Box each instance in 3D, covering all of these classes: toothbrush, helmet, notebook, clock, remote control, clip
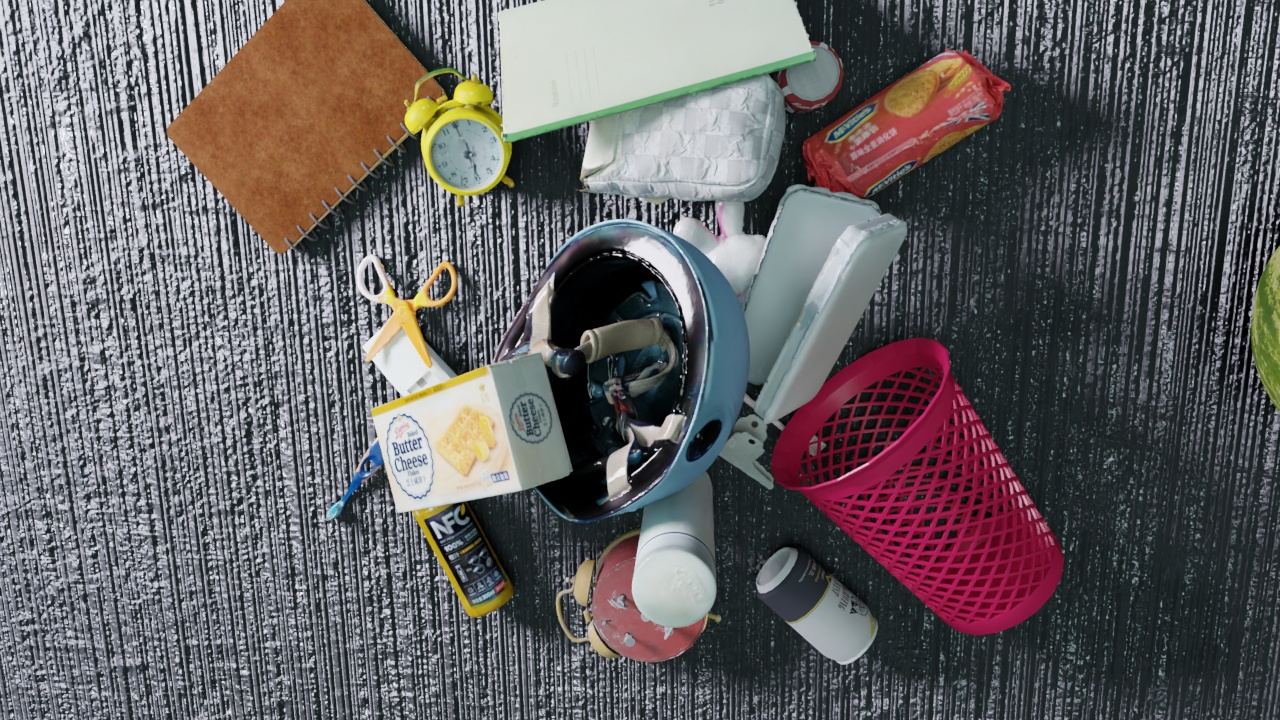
[{"bbox_3d":[-0.280,0.113,0.933,0.021,0.017,0.135,38,102,-6],"label":"toothbrush"},{"bbox_3d":[0.106,0.034,0.888,0.181,0.015,0.018,37,95,-5],"label":"toothbrush"},{"bbox_3d":[-0.005,0.005,0.800,0.225,0.166,0.266,48,124,28],"label":"helmet"},{"bbox_3d":[-0.309,-0.227,0.858,0.226,0.024,0.167,-41,96,11],"label":"notebook"},{"bbox_3d":[0.003,-0.271,0.766,0.253,0.181,0.010,-13,143,7],"label":"notebook"},{"bbox_3d":[-0.006,0.240,0.907,0.159,0.081,0.117,-16,101,7],"label":"clock"},{"bbox_3d":[-0.162,-0.203,0.825,0.083,0.057,0.119,-21,116,1],"label":"clock"},{"bbox_3d":[-0.210,0.024,0.904,0.050,0.024,0.143,-41,96,11],"label":"remote control"},{"bbox_3d":[0.100,0.083,0.893,0.101,0.038,0.054,33,115,-4],"label":"clip"},{"bbox_3d":[0.613,-0.032,0.722,0.213,0.246,0.244,14,145,7],"label":"helmet"}]

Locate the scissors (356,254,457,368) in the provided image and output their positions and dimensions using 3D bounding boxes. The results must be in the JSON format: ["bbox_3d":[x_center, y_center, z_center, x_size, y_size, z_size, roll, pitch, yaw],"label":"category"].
[{"bbox_3d":[-0.233,-0.053,0.887,0.129,0.011,0.125,37,90,4],"label":"scissors"}]

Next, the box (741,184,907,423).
[{"bbox_3d":[0.139,-0.056,0.822,0.110,0.107,0.217,43,129,28],"label":"box"}]

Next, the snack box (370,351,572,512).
[{"bbox_3d":[-0.153,0.067,0.800,0.208,0.057,0.104,-17,87,46],"label":"snack box"}]

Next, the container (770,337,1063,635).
[{"bbox_3d":[0.261,0.124,0.825,0.183,0.183,0.226,-40,104,11],"label":"container"}]

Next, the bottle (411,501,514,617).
[{"bbox_3d":[-0.190,0.165,0.918,0.053,0.053,0.186,-24,99,9],"label":"bottle"}]

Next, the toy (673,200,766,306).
[{"bbox_3d":[0.088,-0.091,0.851,0.076,0.037,0.125,-32,104,6],"label":"toy"}]

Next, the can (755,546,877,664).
[{"bbox_3d":[0.177,0.244,0.903,0.127,0.064,0.064,42,102,-5],"label":"can"}]

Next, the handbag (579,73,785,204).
[{"bbox_3d":[0.043,-0.187,0.783,0.172,0.123,0.112,9,89,27],"label":"handbag"}]

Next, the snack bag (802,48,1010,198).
[{"bbox_3d":[0.225,-0.201,0.799,0.176,0.082,0.082,-31,98,10],"label":"snack bag"}]

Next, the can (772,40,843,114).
[{"bbox_3d":[0.141,-0.241,0.784,0.054,0.096,0.054,1,102,4],"label":"can"}]

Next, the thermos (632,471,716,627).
[{"bbox_3d":[0.032,0.152,0.809,0.068,0.229,0.068,1,103,4],"label":"thermos"}]
